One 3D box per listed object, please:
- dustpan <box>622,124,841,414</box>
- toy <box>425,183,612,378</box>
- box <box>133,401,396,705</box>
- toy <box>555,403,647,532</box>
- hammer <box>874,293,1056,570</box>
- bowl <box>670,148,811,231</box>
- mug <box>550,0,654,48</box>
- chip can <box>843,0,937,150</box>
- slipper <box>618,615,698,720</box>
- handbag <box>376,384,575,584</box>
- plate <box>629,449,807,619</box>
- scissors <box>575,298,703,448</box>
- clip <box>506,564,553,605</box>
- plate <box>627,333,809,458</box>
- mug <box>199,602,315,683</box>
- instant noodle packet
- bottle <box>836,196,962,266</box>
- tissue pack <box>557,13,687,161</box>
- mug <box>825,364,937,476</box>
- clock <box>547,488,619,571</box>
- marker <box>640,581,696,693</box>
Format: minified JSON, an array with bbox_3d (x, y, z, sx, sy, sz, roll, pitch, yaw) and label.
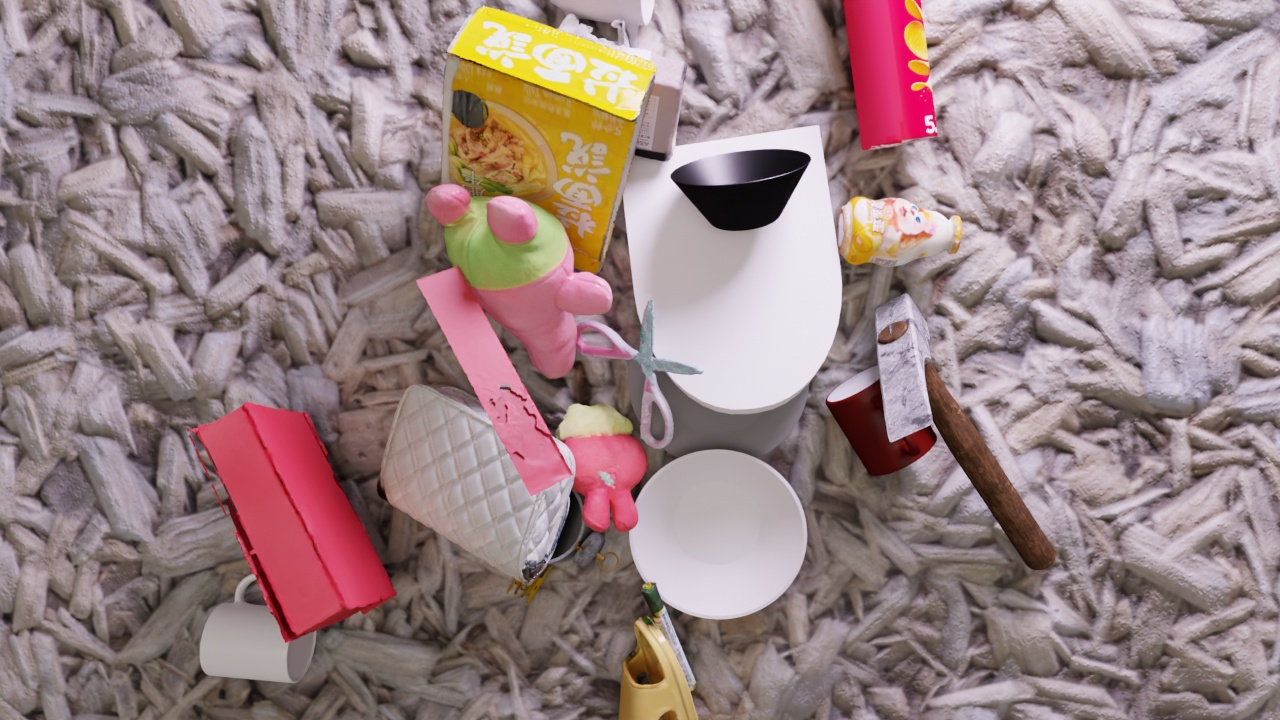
[{"bbox_3d":[0.090,-0.079,0.878,0.191,0.053,0.257,-7,81,5],"label":"dustpan"},{"bbox_3d":[-0.104,-0.070,0.836,0.192,0.237,0.096,24,61,35],"label":"toy"},{"bbox_3d":[-0.398,0.201,0.921,0.376,0.147,0.213,-34,81,33],"label":"box"},{"bbox_3d":[-0.037,0.102,0.893,0.091,0.045,0.135,-7,69,-21],"label":"toy"},{"bbox_3d":[0.303,0.103,0.829,0.037,0.217,0.300,-29,109,25],"label":"hammer"},{"bbox_3d":[0.092,-0.148,0.819,0.124,0.123,0.052,-7,114,5],"label":"bowl"},{"bbox_3d":[-0.036,-0.329,0.842,0.089,0.071,0.107,7,125,10],"label":"mug"},{"bbox_3d":[0.218,-0.304,0.820,0.069,0.069,0.220,-9,99,5],"label":"chip can"},{"bbox_3d":[0.017,0.382,0.926,0.078,0.099,0.263,-17,103,-10],"label":"slipper"},{"bbox_3d":[-0.155,0.111,0.875,0.195,0.072,0.139,25,102,28],"label":"handbag"},{"bbox_3d":[0.077,0.170,0.921,0.174,0.036,0.174,1,99,4],"label":"plate"},{"bbox_3d":[0.001,0.015,0.867,0.171,0.013,0.176,8,122,45],"label":"scissors"},{"bbox_3d":[-0.117,0.227,0.945,0.048,0.046,0.054,43,104,43],"label":"clip"},{"bbox_3d":[0.077,0.018,0.909,0.178,0.012,0.178,1,99,4],"label":"plate"},{"bbox_3d":[-0.395,0.276,0.962,0.090,0.074,0.110,4,73,3],"label":"mug"},{"bbox_3d":[-0.092,-0.176,0.822,0.163,0.084,0.222,18,139,-1],"label":"instant noodle packet"},{"bbox_3d":[0.239,-0.119,0.851,0.108,0.063,0.063,2,99,3],"label":"bottle"},{"bbox_3d":[-0.049,-0.254,0.838,0.181,0.071,0.104,14,144,5],"label":"tissue pack"},{"bbox_3d":[0.229,0.057,0.857,0.073,0.105,0.082,-33,95,0],"label":"mug"},{"bbox_3d":[-0.084,0.163,0.918,0.148,0.056,0.104,35,93,10],"label":"clock"},{"bbox_3d":[0.030,0.283,0.931,0.017,0.017,0.146,-17,116,6],"label":"marker"}]
